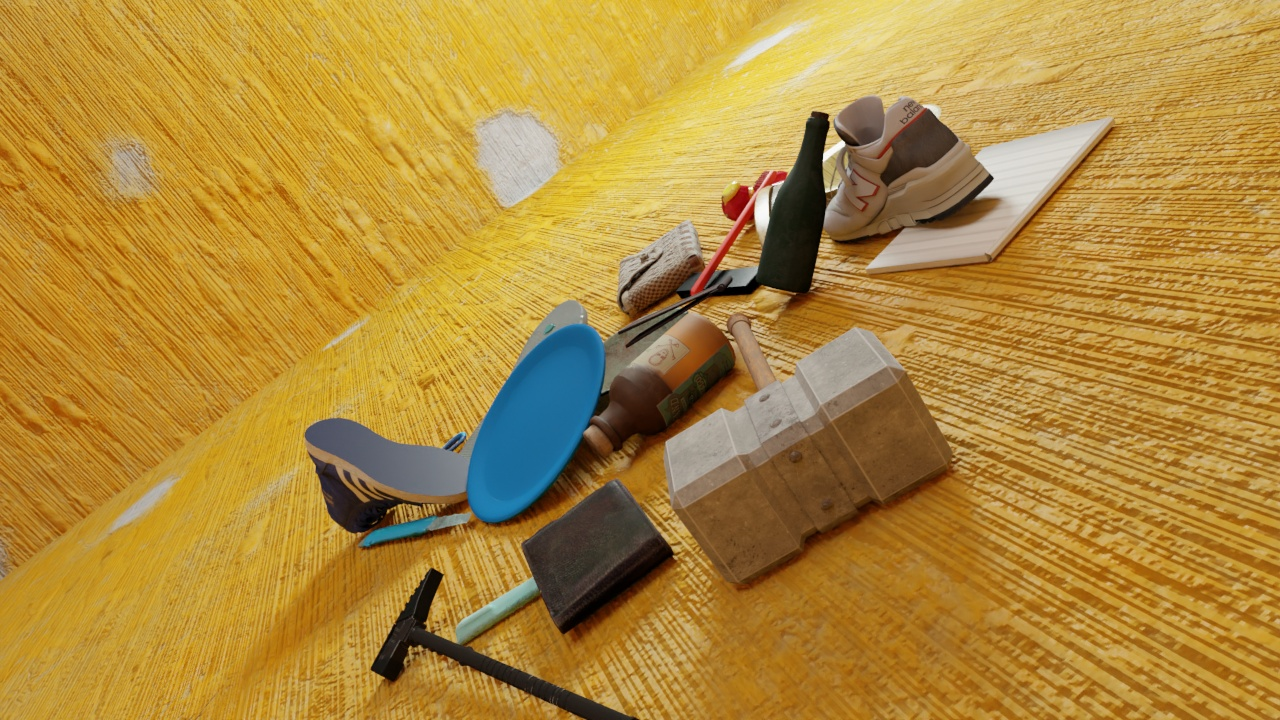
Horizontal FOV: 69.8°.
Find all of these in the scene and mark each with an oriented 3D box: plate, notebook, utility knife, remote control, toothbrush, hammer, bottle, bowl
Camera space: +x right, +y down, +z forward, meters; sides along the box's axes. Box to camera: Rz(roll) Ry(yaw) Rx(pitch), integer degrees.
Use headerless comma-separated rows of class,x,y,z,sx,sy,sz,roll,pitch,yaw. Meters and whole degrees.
plate,0.272,-0.233,1.078,0.184,0.036,0.184,-31,20,12
plate,-0.103,0.065,0.940,0.225,0.024,0.223,-38,35,32
notebook,0.320,-0.150,0.845,0.209,0.009,0.143,-43,20,-22
utility knife,-0.246,0.183,0.995,0.222,0.015,0.031,-20,25,45
remote control,0.093,-0.090,1.077,0.034,0.013,0.150,-47,22,-20
toothbrush,0.110,-0.157,1.109,0.018,0.012,0.212,15,60,36
hammer,-0.102,0.214,0.658,0.326,0.015,0.094,-4,53,52
utility knife,-0.080,0.177,0.731,0.166,0.015,0.022,-34,32,8
bottle,0.012,0.028,0.849,0.156,0.068,0.068,-41,20,-17
bottle,0.158,-0.156,0.903,0.055,0.174,0.055,10,11,-2
hammer,0.097,0.019,0.703,0.163,0.083,0.317,-32,19,9
bowl,-0.006,0.006,0.976,0.158,0.038,0.157,-31,19,12

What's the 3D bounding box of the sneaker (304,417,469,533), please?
sneaker,-0.285,0.158,1.054,0.233,0.119,0.091,15,31,21

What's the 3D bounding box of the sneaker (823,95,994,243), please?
sneaker,0.232,-0.195,0.900,0.088,0.124,0.240,-41,14,-16

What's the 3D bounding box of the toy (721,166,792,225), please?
toy,0.170,-0.212,1.181,0.137,0.067,0.105,-13,29,22

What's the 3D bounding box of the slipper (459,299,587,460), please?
slipper,-0.124,0.037,1.105,0.098,0.055,0.268,-9,43,48

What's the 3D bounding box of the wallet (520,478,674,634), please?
wallet,-0.036,0.145,0.699,0.099,0.031,0.120,-34,26,-7

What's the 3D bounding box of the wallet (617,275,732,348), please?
wallet,0.037,-0.052,0.919,0.116,0.018,0.091,-28,4,14

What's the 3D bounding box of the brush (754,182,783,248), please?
brush,0.160,-0.157,1.052,0.043,0.059,0.195,-17,28,18

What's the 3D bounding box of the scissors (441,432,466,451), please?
scissors,-0.274,0.134,1.165,0.139,0.011,0.134,-41,17,-11

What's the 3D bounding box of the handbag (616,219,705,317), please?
handbag,0.024,-0.129,1.237,0.124,0.047,0.185,-30,20,12
